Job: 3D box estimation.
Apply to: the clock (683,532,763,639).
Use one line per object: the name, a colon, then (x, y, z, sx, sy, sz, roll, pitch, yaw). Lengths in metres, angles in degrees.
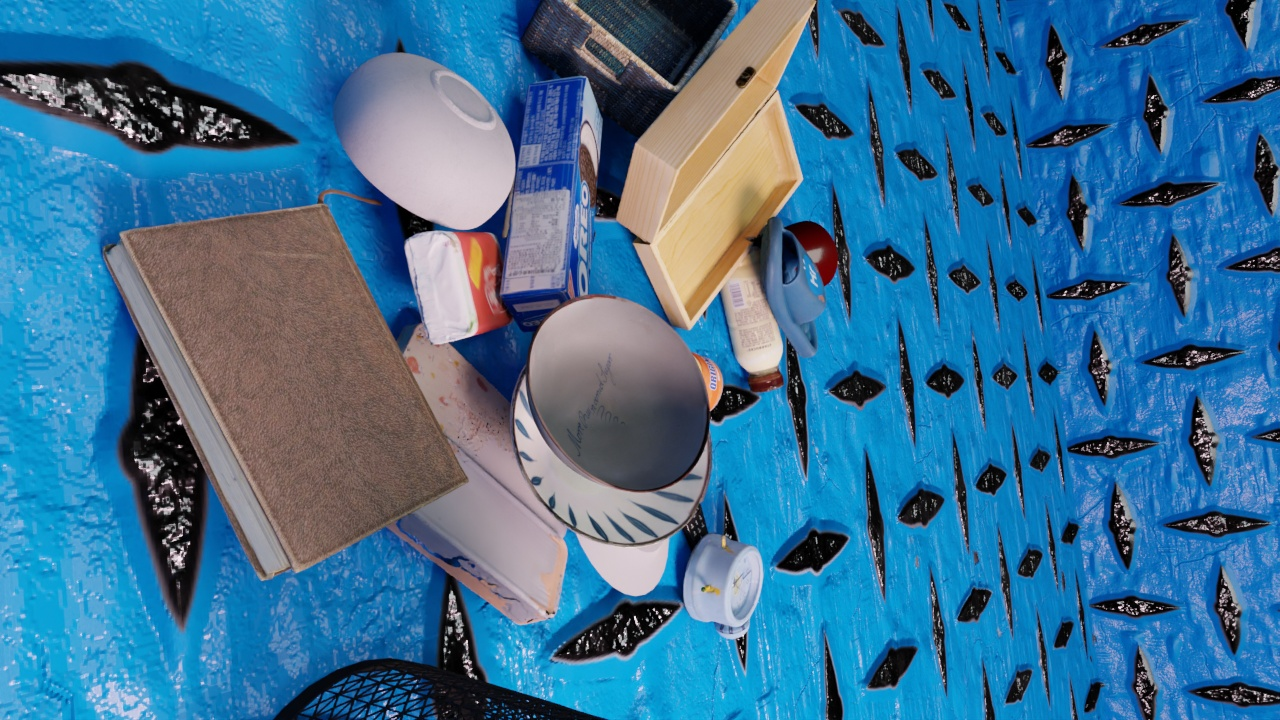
clock: (0.090, 0.229, 0.932, 0.124, 0.052, 0.088, 55, 50, -45)

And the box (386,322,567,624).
box: (-0.125, 0.088, 0.693, 0.216, 0.043, 0.148, 50, 29, -35)

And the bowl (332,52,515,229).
bowl: (-0.142, -0.163, 0.647, 0.132, 0.064, 0.131, 37, 29, -24)

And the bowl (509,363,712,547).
bowl: (-0.034, 0.068, 0.731, 0.177, 0.071, 0.177, 14, 62, -27)

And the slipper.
slipper: (0.175, -0.082, 1.024, 0.214, 0.059, 0.103, 55, 30, -53)

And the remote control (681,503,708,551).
remote control: (0.046, 0.143, 0.932, 0.039, 0.010, 0.125, -35, 111, -51)

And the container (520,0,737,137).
container: (-0.007, -0.317, 0.864, 0.145, 0.071, 0.186, 37, 49, -10)

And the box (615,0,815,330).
box: (0.080, -0.197, 0.910, 0.246, 0.097, 0.261, -52, 150, -24)

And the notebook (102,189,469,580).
notebook: (-0.195, 0.001, 0.569, 0.189, 0.035, 0.215, -25, 86, -54)

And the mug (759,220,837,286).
mug: (0.178, -0.106, 1.117, 0.088, 0.087, 0.114, -19, 116, -36)

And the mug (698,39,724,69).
mug: (0.077, -0.290, 0.992, 0.111, 0.085, 0.104, 79, 31, -67)

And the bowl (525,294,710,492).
bowl: (-0.025, 0.031, 0.672, 0.150, 0.057, 0.150, 14, 61, -27)

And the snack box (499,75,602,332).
snack box: (-0.070, -0.133, 0.756, 0.059, 0.059, 0.226, 68, 21, -57)

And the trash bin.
trash bin: (-0.081, 0.293, 0.527, 0.216, 0.244, 0.216, 15, 70, -51)

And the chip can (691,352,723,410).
chip can: (-0.005, 0.005, 0.847, 0.210, 0.062, 0.062, 19, 67, -51)

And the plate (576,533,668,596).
plate: (-0.011, 0.120, 0.814, 0.173, 0.019, 0.172, 43, 35, -43)

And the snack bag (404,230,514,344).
snack bag: (-0.130, -0.056, 0.677, 0.115, 0.036, 0.077, -38, 116, -78)

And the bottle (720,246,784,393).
bottle: (0.126, -0.045, 1.042, 0.056, 0.057, 0.162, -26, 104, -53)
